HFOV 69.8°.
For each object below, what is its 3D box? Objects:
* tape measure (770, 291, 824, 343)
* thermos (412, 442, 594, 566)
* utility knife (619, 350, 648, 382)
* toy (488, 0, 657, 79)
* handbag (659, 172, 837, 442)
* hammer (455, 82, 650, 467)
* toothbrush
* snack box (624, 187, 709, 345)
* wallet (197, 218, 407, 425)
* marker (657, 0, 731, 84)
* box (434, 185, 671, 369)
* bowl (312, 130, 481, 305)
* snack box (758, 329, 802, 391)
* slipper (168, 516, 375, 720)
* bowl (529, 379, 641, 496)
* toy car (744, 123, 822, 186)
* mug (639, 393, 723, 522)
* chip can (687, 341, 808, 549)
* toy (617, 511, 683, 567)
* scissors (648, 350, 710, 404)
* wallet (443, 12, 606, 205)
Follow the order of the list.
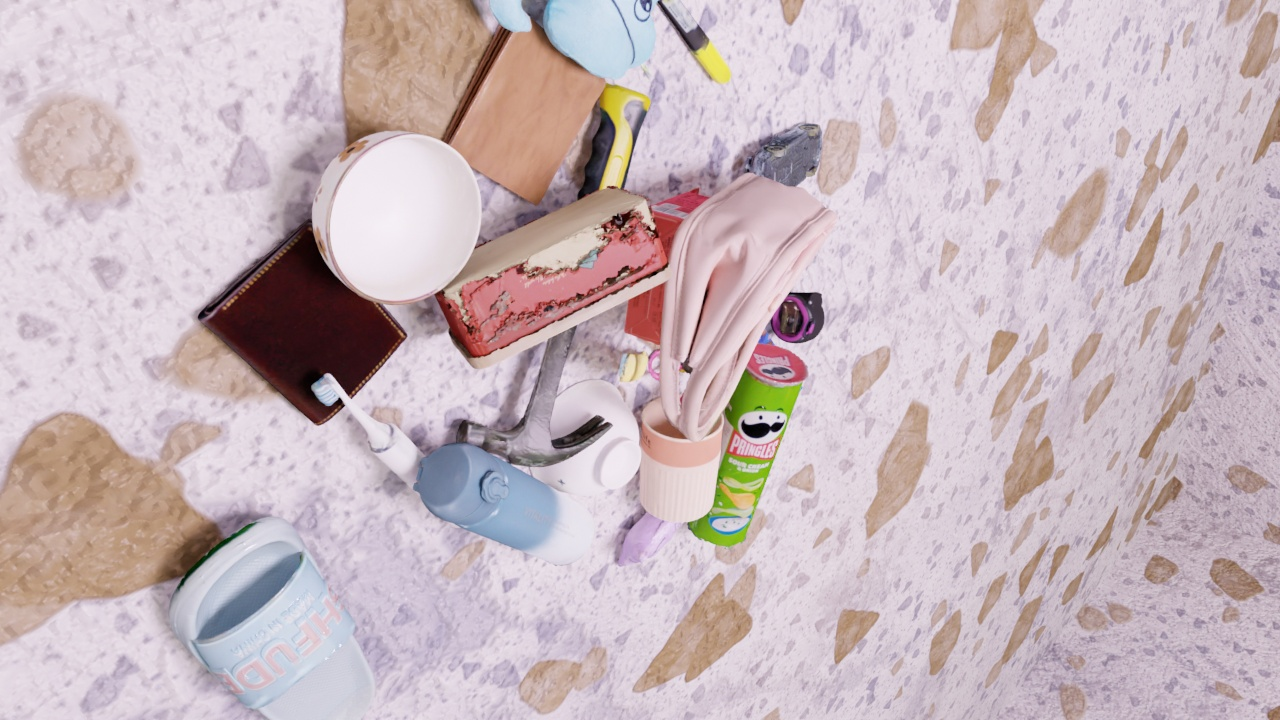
[{"bbox_3d":[0.171,-0.047,1.006,0.039,0.057,0.058,-9,102,-47],"label":"tape measure"},{"bbox_3d":[-0.108,0.125,0.774,0.070,0.070,0.220,-56,152,-7],"label":"thermos"},{"bbox_3d":[-0.005,0.005,0.815,0.173,0.019,0.031,-25,128,-88],"label":"utility knife"},{"bbox_3d":[-0.040,-0.263,0.659,0.161,0.050,0.156,-49,128,-30],"label":"toy"},{"bbox_3d":[0.078,-0.034,0.806,0.192,0.093,0.235,-40,151,-56],"label":"handbag"},{"bbox_3d":[-0.052,-0.063,0.763,0.126,0.032,0.323,12,100,-27],"label":"hammer"},{"bbox_3d":[-0.185,0.073,0.707,0.026,0.027,0.221,-42,143,-12],"label":"toothbrush"},{"bbox_3d":[0.038,-0.087,0.821,0.126,0.044,0.113,-35,138,-57],"label":"snack box"},{"bbox_3d":[-0.225,-0.023,0.632,0.096,0.020,0.122,-50,139,-18],"label":"wallet"},{"bbox_3d":[0.042,-0.276,0.771,0.124,0.015,0.018,38,82,-47],"label":"marker"},{"bbox_3d":[-0.071,-0.072,0.681,0.168,0.091,0.079,-28,117,-14],"label":"box"},{"bbox_3d":[-0.170,-0.100,0.611,0.113,0.062,0.114,-26,130,-36],"label":"bowl"},{"bbox_3d":[0.125,0.023,1.023,0.084,0.026,0.157,-52,139,-9],"label":"snack box"},{"bbox_3d":[-0.263,0.221,0.693,0.103,0.074,0.246,-37,136,-25],"label":"slipper"},{"bbox_3d":[-0.038,0.083,0.857,0.118,0.065,0.118,-25,128,-36],"label":"bowl"},{"bbox_3d":[0.143,-0.197,0.908,0.120,0.037,0.054,-37,135,-41],"label":"toy car"},{"bbox_3d":[0.044,0.093,0.948,0.114,0.082,0.106,-57,154,-56],"label":"mug"},{"bbox_3d":[0.111,0.096,0.986,0.072,0.072,0.237,-18,135,-40],"label":"chip can"},{"bbox_3d":[0.020,0.177,0.980,0.107,0.039,0.084,-44,-178,-21],"label":"toy"},{"bbox_3d":[0.071,0.000,0.929,0.137,0.017,0.096,-32,88,-29],"label":"scissors"},{"bbox_3d":[-0.085,-0.186,0.685,0.101,0.020,0.115,26,94,-50],"label":"wallet"}]
